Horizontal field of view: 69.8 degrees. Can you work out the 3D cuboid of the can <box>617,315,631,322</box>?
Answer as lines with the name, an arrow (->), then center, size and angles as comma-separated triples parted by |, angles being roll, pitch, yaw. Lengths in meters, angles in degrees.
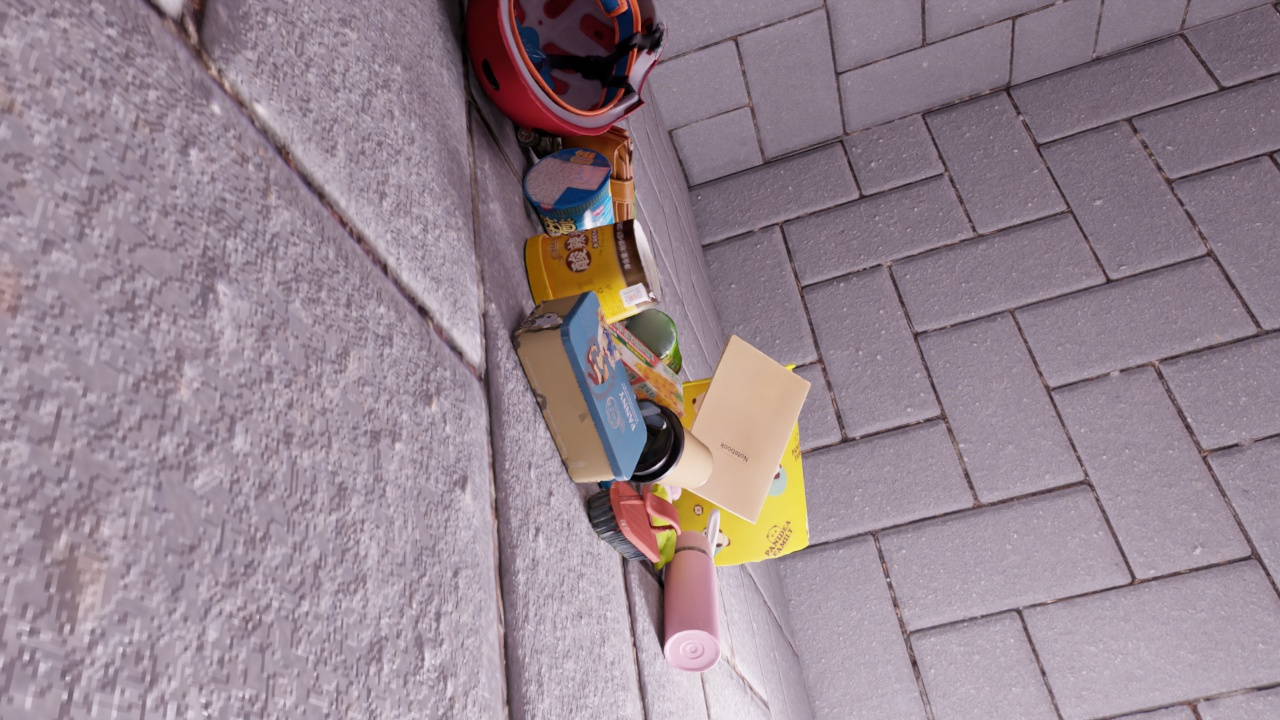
can -> -0.028, -0.097, 1.264 | 0.102, 0.057, 0.083 | -44, 120, -79

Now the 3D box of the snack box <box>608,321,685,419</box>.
snack box -> -0.007, 0.007, 1.119 | 0.156, 0.027, 0.076 | 42, 24, -26

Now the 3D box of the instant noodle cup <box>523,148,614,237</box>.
instant noodle cup -> -0.071, -0.164, 1.030 | 0.110, 0.099, 0.099 | 75, 5, -50

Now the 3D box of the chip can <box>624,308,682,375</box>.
chip can -> 0.019, -0.016, 1.270 | 0.221, 0.072, 0.072 | 63, 13, -80

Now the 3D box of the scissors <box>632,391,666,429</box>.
scissors -> -0.019, 0.039, 0.947 | 0.143, 0.019, 0.180 | 69, -22, 2

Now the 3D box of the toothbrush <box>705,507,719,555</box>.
toothbrush -> 0.086, 0.284, 1.216 | 0.016, 0.016, 0.180 | 63, 36, -88

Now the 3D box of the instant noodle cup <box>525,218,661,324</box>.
instant noodle cup -> -0.045, -0.086, 0.952 | 0.118, 0.114, 0.118 | -15, 89, -80

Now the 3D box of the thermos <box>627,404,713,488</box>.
thermos -> 0.029, 0.108, 1.071 | 0.143, 0.093, 0.093 | 34, 40, -57

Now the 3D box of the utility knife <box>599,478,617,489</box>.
utility knife -> -0.063, 0.047, 0.919 | 0.034, 0.018, 0.218 | -69, 145, -49

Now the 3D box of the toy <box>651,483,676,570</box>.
toy -> 0.023, 0.202, 1.109 | 0.100, 0.031, 0.096 | 52, 42, -56

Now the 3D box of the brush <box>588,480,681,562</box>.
brush -> -0.003, 0.159, 0.933 | 0.146, 0.069, 0.063 | 57, 19, -62

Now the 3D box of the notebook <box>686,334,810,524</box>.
notebook -> 0.134, 0.090, 1.195 | 0.147, 0.008, 0.207 | 30, 75, -24

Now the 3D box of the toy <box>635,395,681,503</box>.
toy -> 0.016, 0.109, 1.170 | 0.121, 0.054, 0.159 | -19, 96, -71

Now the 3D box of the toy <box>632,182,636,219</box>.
toy -> -0.052, -0.227, 1.233 | 0.227, 0.090, 0.246 | 49, 21, -47

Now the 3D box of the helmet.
helmet -> -0.097, -0.327, 0.946 | 0.207, 0.144, 0.239 | 41, 58, -33

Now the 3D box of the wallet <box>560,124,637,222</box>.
wallet -> -0.043, -0.212, 1.062 | 0.119, 0.035, 0.131 | 31, -41, 33

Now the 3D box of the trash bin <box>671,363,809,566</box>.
trash bin -> 0.129, 0.147, 1.315 | 0.229, 0.230, 0.255 | 1, 80, -80

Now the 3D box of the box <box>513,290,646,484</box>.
box -> -0.050, 0.032, 0.851 | 0.089, 0.061, 0.184 | -66, 139, -55

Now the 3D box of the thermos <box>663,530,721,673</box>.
thermos -> 0.058, 0.293, 1.119 | 0.198, 0.067, 0.087 | -89, -167, -66

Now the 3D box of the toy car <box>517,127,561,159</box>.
toy car -> -0.130, -0.302, 1.050 | 0.070, 0.042, 0.158 | -65, 136, -77
